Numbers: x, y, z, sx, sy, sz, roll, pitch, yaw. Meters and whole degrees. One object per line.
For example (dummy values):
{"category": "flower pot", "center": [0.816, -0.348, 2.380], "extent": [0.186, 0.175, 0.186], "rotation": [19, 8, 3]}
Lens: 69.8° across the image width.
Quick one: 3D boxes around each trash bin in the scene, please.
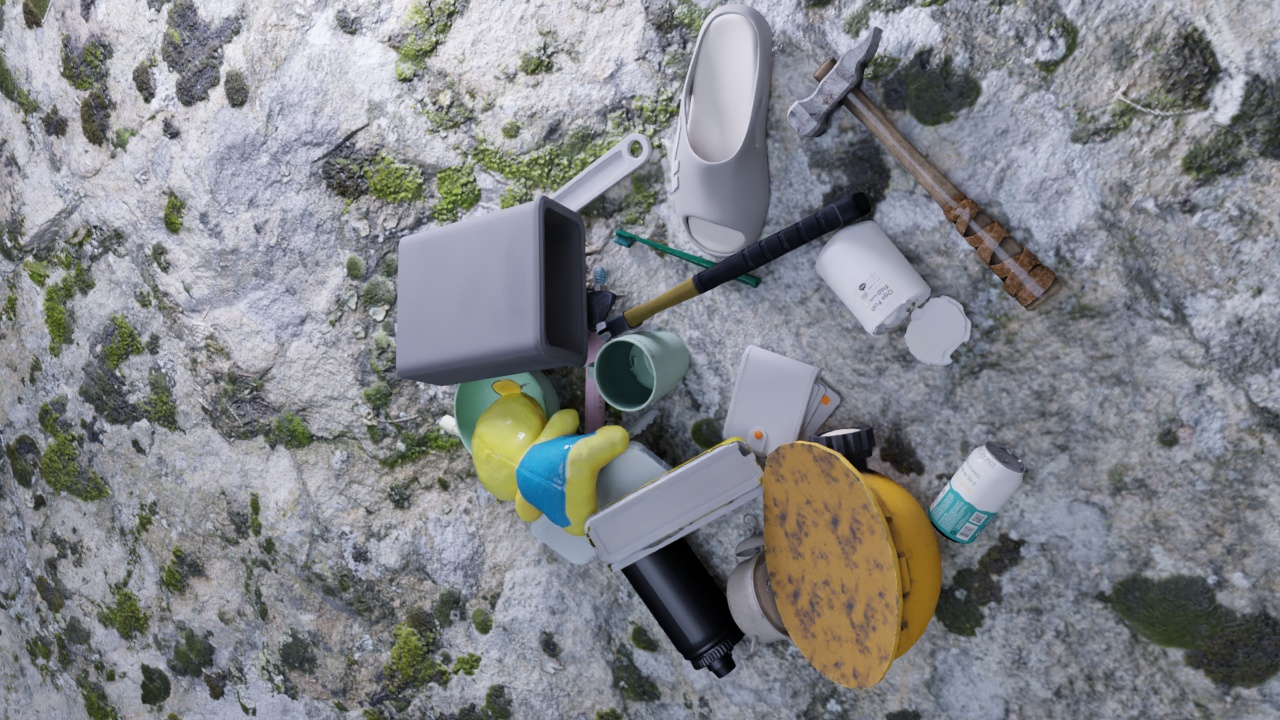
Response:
{"category": "trash bin", "center": [-0.181, -0.076, 1.103], "extent": [0.220, 0.097, 0.191], "rotation": [-9, 76, 29]}

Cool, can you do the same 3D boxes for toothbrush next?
{"category": "toothbrush", "center": [-0.055, -0.008, 1.142], "extent": [0.027, 0.027, 0.223], "rotation": [17, 111, 45]}
{"category": "toothbrush", "center": [0.050, -0.117, 1.060], "extent": [0.190, 0.016, 0.017], "rotation": [22, 110, 24]}

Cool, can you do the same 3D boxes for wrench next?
{"category": "wrench", "center": [-0.140, -0.064, 1.170], "extent": [0.274, 0.022, 0.073], "rotation": [-8, 89, 36]}
{"category": "wrench", "center": [-0.087, -0.183, 1.124], "extent": [0.274, 0.018, 0.086], "rotation": [-29, 87, 31]}

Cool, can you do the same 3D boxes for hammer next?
{"category": "hammer", "center": [0.086, -0.093, 0.978], "extent": [0.334, 0.117, 0.025], "rotation": [-25, 92, 32]}
{"category": "hammer", "center": [0.284, -0.178, 0.894], "extent": [0.318, 0.048, 0.122], "rotation": [49, 118, 9]}

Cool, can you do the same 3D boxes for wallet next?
{"category": "wallet", "center": [0.160, 0.056, 1.029], "extent": [0.115, 0.037, 0.118], "rotation": [21, 108, 25]}

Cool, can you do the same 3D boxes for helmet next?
{"category": "helmet", "center": [0.237, 0.198, 0.962], "extent": [0.206, 0.131, 0.255], "rotation": [-10, 89, 61]}

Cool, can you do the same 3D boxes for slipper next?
{"category": "slipper", "center": [0.081, -0.239, 0.974], "extent": [0.113, 0.080, 0.266], "rotation": [13, 109, 24]}

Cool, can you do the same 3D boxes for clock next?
{"category": "clock", "center": [0.140, 0.255, 1.063], "extent": [0.061, 0.103, 0.156], "rotation": [-33, 59, 39]}

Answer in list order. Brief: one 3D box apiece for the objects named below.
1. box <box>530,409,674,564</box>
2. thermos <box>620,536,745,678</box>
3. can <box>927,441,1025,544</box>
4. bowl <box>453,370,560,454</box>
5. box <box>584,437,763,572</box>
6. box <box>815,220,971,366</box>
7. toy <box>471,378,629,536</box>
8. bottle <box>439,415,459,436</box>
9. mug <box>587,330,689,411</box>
{"category": "box", "center": [-0.040, 0.142, 1.142], "extent": [0.106, 0.126, 0.216], "rotation": [39, 121, -20]}
{"category": "thermos", "center": [0.052, 0.289, 1.120], "extent": [0.086, 0.086, 0.198], "rotation": [-41, 80, 31]}
{"category": "can", "center": [0.340, 0.135, 0.931], "extent": [0.055, 0.054, 0.102], "rotation": [37, 118, 17]}
{"category": "bowl", "center": [-0.162, 0.065, 1.191], "extent": [0.151, 0.076, 0.151], "rotation": [5, 101, 27]}
{"category": "box", "center": [0.045, 0.170, 1.035], "extent": [0.210, 0.117, 0.057], "rotation": [-29, 48, 1]}
{"category": "box", "center": [0.255, -0.062, 0.919], "extent": [0.084, 0.092, 0.166], "rotation": [-44, 70, 27]}
{"category": "toy", "center": [-0.126, 0.112, 1.077], "extent": [0.214, 0.083, 0.149], "rotation": [24, 100, 36]}
{"category": "bottle", "center": [-0.200, 0.124, 1.249], "extent": [0.184, 0.045, 0.045], "rotation": [28, 115, 22]}
{"category": "mug", "center": [-0.006, 0.006, 1.072], "extent": [0.111, 0.103, 0.084], "rotation": [-2, 101, 30]}
